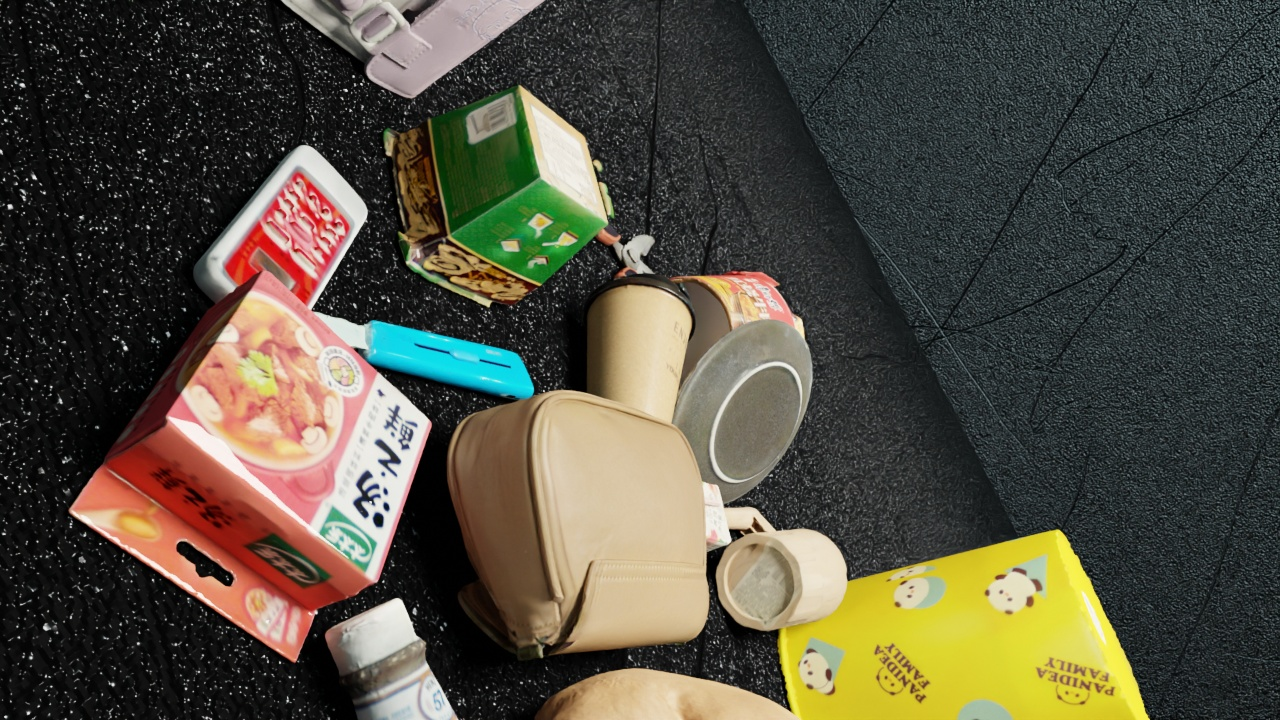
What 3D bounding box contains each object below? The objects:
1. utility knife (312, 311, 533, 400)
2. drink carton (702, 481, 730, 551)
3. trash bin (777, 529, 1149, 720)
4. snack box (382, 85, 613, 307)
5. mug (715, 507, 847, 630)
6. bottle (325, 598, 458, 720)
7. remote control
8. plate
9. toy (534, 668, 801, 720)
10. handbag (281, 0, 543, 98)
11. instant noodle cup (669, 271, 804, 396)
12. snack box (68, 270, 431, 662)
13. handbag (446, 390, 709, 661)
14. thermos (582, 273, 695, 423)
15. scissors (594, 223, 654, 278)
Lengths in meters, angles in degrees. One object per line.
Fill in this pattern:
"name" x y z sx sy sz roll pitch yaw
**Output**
"utility knife" -0.127 -0.003 0.546 0.187 0.018 0.034 17 51 -58
"drink carton" 0.023 0.115 0.704 0.122 0.046 0.053 27 43 -54
"trash bin" 0.291 0.282 0.832 0.229 0.256 0.229 46 29 -36
"snack box" -0.093 -0.117 0.624 0.117 0.106 0.118 24 44 -56
"mug" 0.110 0.175 0.801 0.124 0.084 0.103 47 16 28
"bottle" -0.082 0.200 0.395 0.195 0.044 0.079 65 22 6
"remote control" -0.184 -0.065 0.484 0.056 0.020 0.135 50 27 -28
"plate" 0.093 0.050 0.786 0.024 0.179 0.179 29 -4 41
"toy" 0.052 0.213 0.468 0.143 0.226 0.082 -89 -173 -82
"handbag" -0.127 -0.278 0.604 0.145 0.197 0.098 33 35 -50
"instant noodle cup" 0.062 -0.016 0.832 0.108 0.138 0.138 2 64 -54
"snack box" -0.156 0.043 0.399 0.113 0.044 0.126 49 27 -30
"handbag" -0.032 0.099 0.546 0.204 0.100 0.147 24 53 -57
"thermos" -0.004 0.004 0.717 0.093 0.093 0.143 45 36 -38
"scissors" -0.021 -0.101 0.881 0.189 0.015 0.226 54 24 -22
